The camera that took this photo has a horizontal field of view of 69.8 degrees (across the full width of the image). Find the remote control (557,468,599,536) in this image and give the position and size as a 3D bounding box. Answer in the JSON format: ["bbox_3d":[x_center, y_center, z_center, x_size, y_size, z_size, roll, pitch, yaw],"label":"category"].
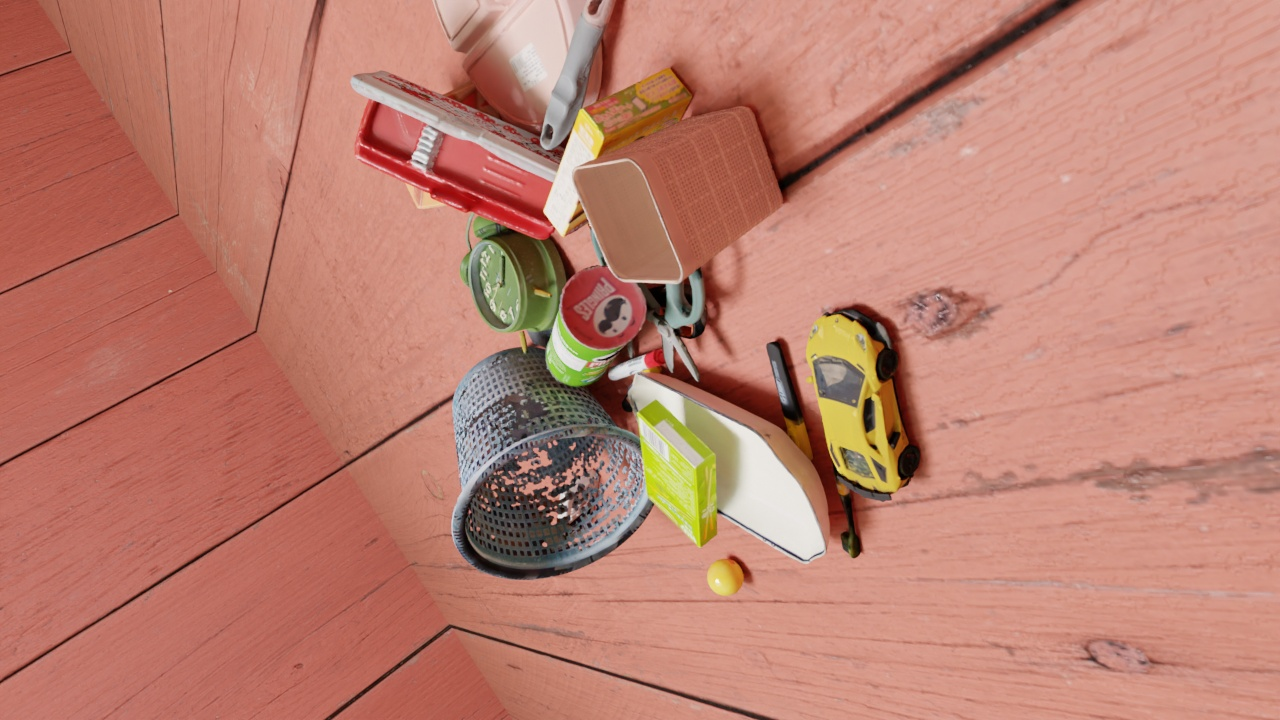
[{"bbox_3d":[-0.086,0.201,1.247,0.021,0.058,0.150,44,151,21],"label":"remote control"}]

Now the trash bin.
[{"bbox_3d":[-0.117,0.096,1.022,0.195,0.226,0.227,-120,17,-45],"label":"trash bin"}]

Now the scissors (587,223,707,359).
[{"bbox_3d":[-0.009,-0.076,0.861,0.221,0.021,0.234,35,148,44],"label":"scissors"}]

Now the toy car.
[{"bbox_3d":[0.160,0.033,0.681,0.071,0.041,0.156,19,134,50],"label":"toy car"}]

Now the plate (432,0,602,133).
[{"bbox_3d":[-0.116,-0.298,0.779,0.229,0.028,0.230,38,148,29],"label":"plate"}]

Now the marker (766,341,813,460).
[{"bbox_3d":[0.124,0.037,0.770,0.018,0.015,0.124,20,137,51],"label":"marker"}]

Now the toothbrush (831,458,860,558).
[{"bbox_3d":[0.167,0.096,0.771,0.017,0.012,0.186,37,149,53],"label":"toothbrush"}]

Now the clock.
[{"bbox_3d":[-0.144,-0.096,0.986,0.161,0.056,0.116,53,137,23],"label":"clock"}]

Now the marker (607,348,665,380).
[{"bbox_3d":[-0.005,0.005,0.919,0.017,0.017,0.145,58,159,-4],"label":"marker"}]

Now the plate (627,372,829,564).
[{"bbox_3d":[0.082,0.089,0.856,0.266,0.034,0.162,23,143,53],"label":"plate"}]

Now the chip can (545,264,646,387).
[{"bbox_3d":[-0.049,-0.025,0.861,0.072,0.072,0.236,55,167,2],"label":"chip can"}]

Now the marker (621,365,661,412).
[{"bbox_3d":[-0.001,0.031,0.970,0.018,0.015,0.124,50,155,7],"label":"marker"}]

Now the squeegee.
[{"bbox_3d":[-0.036,-0.255,0.670,0.247,0.040,0.250,41,141,13],"label":"squeegee"}]

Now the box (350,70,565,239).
[{"bbox_3d":[-0.161,-0.178,0.815,0.201,0.100,0.102,23,113,-6],"label":"box"}]

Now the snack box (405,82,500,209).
[{"bbox_3d":[-0.191,-0.215,0.919,0.077,0.092,0.094,9,127,55],"label":"snack box"}]

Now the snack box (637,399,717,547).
[{"bbox_3d":[0.037,0.114,0.900,0.086,0.026,0.157,42,155,32],"label":"snack box"}]

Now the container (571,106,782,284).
[{"bbox_3d":[0.030,-0.119,0.646,0.090,0.110,0.090,8,127,55],"label":"container"}]

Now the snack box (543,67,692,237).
[{"bbox_3d":[-0.021,-0.158,0.713,0.033,0.086,0.141,52,153,10],"label":"snack box"}]

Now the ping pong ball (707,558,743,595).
[{"bbox_3d":[0.094,0.240,1.016,0.040,0.040,0.040,39,149,29],"label":"ping pong ball"}]

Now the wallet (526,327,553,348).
[{"bbox_3d":[-0.112,-0.058,1.048,0.097,0.019,0.121,22,139,46],"label":"wallet"}]

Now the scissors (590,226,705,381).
[{"bbox_3d":[0.017,-0.062,0.774,0.170,0.019,0.181,59,156,3],"label":"scissors"}]
